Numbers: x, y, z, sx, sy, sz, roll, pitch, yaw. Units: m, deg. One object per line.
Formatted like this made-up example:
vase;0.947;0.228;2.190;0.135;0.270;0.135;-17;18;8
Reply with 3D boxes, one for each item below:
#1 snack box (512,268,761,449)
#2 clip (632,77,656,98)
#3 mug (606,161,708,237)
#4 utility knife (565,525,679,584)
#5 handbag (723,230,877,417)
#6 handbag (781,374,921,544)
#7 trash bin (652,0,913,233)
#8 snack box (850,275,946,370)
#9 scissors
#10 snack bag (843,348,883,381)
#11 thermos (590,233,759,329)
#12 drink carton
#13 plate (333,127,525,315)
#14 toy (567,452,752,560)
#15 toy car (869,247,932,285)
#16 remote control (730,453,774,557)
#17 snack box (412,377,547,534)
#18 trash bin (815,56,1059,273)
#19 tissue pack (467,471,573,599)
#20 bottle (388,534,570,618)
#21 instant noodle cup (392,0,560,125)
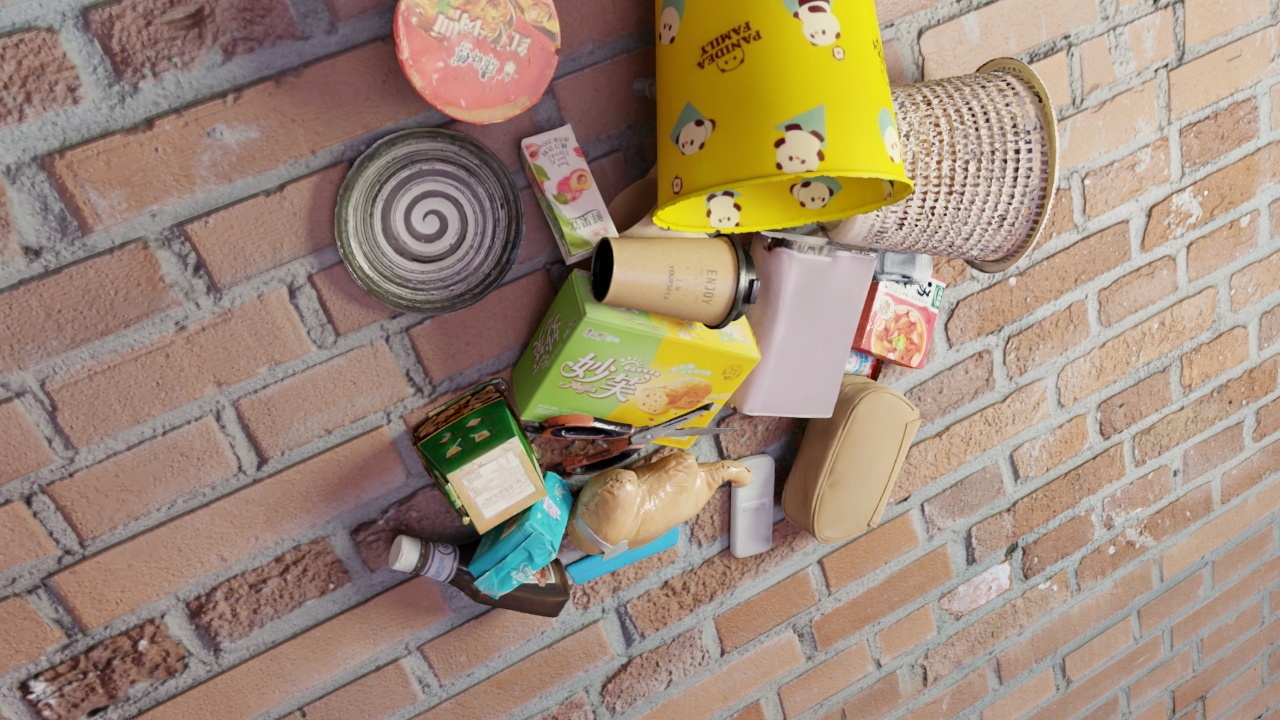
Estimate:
snack box;-0.006;0.006;0.946;0.209;0.070;0.158;12;132;-28
clip;0.021;-0.276;0.921;0.056;0.026;0.024;-21;119;-30
mug;0.031;-0.139;0.945;0.103;0.084;0.124;45;68;-32
utility knife;-0.038;0.235;1.082;0.187;0.018;0.034;-20;104;-16
handbag;0.165;-0.039;1.021;0.144;0.098;0.197;1;107;-40
handbag;0.255;0.119;1.129;0.147;0.100;0.205;12;104;-35
trash bin;0.114;-0.261;0.826;0.229;0.230;0.255;-4;88;-23
snack box;0.313;-0.054;1.104;0.127;0.044;0.113;17;88;-28
scissors;-0.013;0.081;0.956;0.226;0.015;0.189;4;151;-12
snack bag;0.252;0.000;1.120;0.105;0.026;0.045;4;113;-25
thermos;0.030;-0.078;0.860;0.143;0.093;0.093;4;107;-23
drink carton;-0.069;-0.157;0.879;0.053;0.045;0.122;-23;85;-14
plate;-0.198;-0.131;0.872;0.179;0.024;0.179;-7;111;-20
toy;0.020;0.157;1.033;0.225;0.082;0.144;-10;151;-36
toy car;0.298;-0.110;1.047;0.090;0.034;0.043;3;89;-28
remote control;0.138;0.181;1.139;0.055;0.020;0.136;-10;113;-20
snack box;-0.154;0.105;0.931;0.117;0.105;0.118;-30;119;-12
trash bin;0.291;-0.203;0.971;0.192;0.227;0.228;-3;110;-10
tissue pack;-0.121;0.178;0.954;0.093;0.133;0.050;-39;103;18
bottle;-0.170;0.225;0.982;0.194;0.079;0.044;21;113;-28
instant noodle cup;-0.150;-0.277;0.789;0.137;0.108;0.138;-8;111;-22
